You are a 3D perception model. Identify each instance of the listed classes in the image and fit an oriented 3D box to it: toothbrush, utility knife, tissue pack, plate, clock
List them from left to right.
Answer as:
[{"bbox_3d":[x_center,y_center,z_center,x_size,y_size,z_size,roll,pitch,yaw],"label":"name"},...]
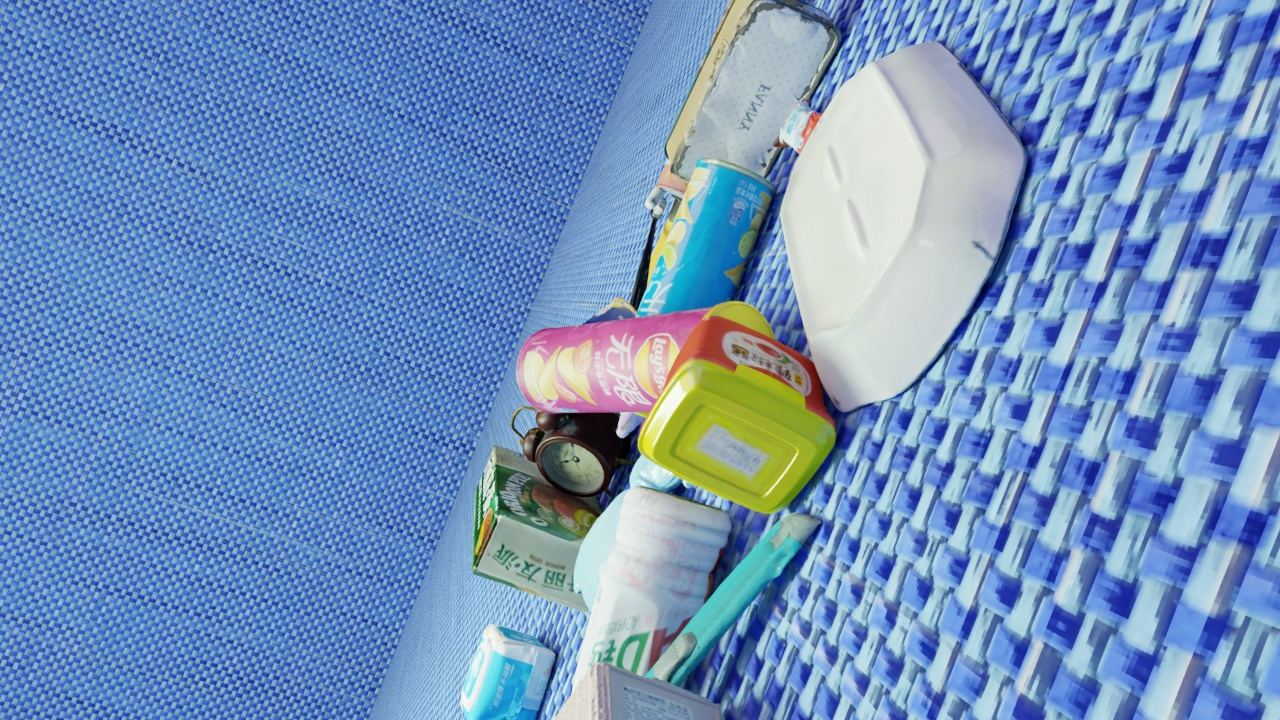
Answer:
[{"bbox_3d":[-0.133,0.310,0.886,0.140,0.063,0.090,152,138,-72],"label":"tissue pack"},{"bbox_3d":[-0.066,0.079,0.870,0.082,0.122,0.055,-58,3,42],"label":"clock"},{"bbox_3d":[0.008,-0.110,0.955,0.018,0.015,0.180,-43,26,45],"label":"toothbrush"},{"bbox_3d":[0.022,0.158,0.488,0.216,0.013,0.029,-53,23,13],"label":"utility knife"},{"bbox_3d":[0.056,-0.239,1.006,0.020,0.029,0.189,6,59,53],"label":"toothbrush"},{"bbox_3d":[0.125,-0.087,0.509,0.265,0.034,0.162,-85,20,-54],"label":"plate"}]

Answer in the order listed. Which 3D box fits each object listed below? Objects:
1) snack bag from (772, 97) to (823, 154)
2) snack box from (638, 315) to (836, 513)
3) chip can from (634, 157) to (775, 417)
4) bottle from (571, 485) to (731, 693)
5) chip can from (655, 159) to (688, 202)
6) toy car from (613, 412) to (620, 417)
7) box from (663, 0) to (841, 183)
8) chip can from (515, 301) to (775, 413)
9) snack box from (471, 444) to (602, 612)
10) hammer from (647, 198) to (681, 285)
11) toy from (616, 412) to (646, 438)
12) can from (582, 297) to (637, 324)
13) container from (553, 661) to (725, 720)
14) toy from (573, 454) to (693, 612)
[{"bbox_3d":[0.124,-0.171,0.681,0.048,0.026,0.104,-59,13,14],"label":"snack bag"},{"bbox_3d":[0.053,0.027,0.504,0.082,0.091,0.080,-60,8,33],"label":"snack box"},{"bbox_3d":[0.039,-0.053,0.744,0.071,0.071,0.210,-159,91,-78],"label":"chip can"},{"bbox_3d":[-0.003,0.177,0.547,0.068,0.068,0.197,176,112,-77],"label":"bottle"},{"bbox_3d":[0.085,-0.255,0.893,0.071,0.071,0.215,-136,68,-77],"label":"chip can"},{"bbox_3d":[-0.023,0.060,0.912,0.091,0.036,0.043,-60,13,20],"label":"toy car"},{"bbox_3d":[0.088,-0.218,0.778,0.061,0.089,0.185,-94,29,-51],"label":"box"},{"bbox_3d":[-0.004,0.004,0.649,0.211,0.071,0.071,-5,62,51],"label":"chip can"},{"bbox_3d":[-0.098,0.153,0.885,0.240,0.114,0.063,-136,69,-77],"label":"snack box"},{"bbox_3d":[0.043,-0.150,0.991,0.128,0.033,0.301,-108,41,-71],"label":"hammer"},{"bbox_3d":[0.009,0.017,0.821,0.108,0.039,0.083,-60,-3,10],"label":"toy"},{"bbox_3d":[-0.024,-0.017,0.904,0.049,0.074,0.148,-37,3,-8],"label":"can"},{"bbox_3d":[-0.011,0.221,0.451,0.111,0.090,0.089,-61,13,17],"label":"container"},{"bbox_3d":[0.000,0.118,0.673,0.162,0.050,0.155,-43,19,47],"label":"toy"}]
